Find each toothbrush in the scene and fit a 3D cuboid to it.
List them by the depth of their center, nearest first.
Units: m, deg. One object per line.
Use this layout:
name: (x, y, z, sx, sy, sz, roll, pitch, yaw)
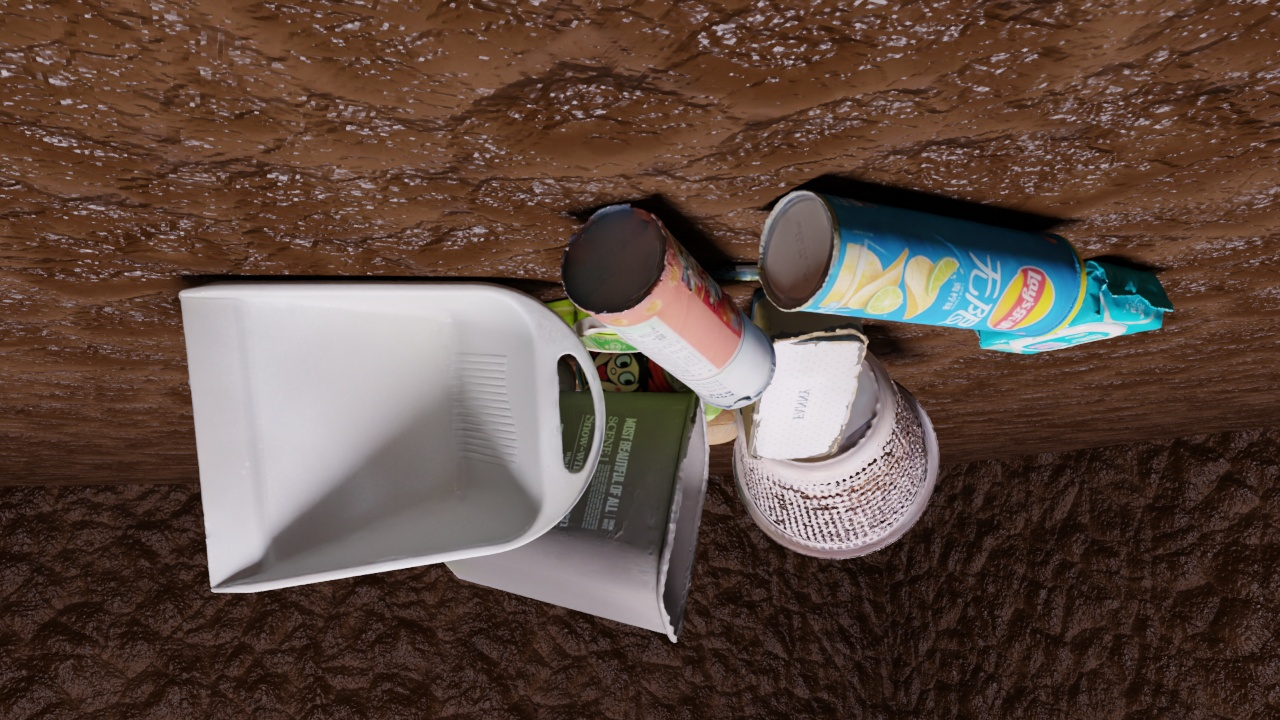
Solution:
toothbrush: (0.083, -0.065, 0.660, 0.185, 0.012, 0.017, -1, 158, -10)

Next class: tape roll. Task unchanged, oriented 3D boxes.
tape roll: (-0.010, -0.021, 0.716, 0.086, 0.014, 0.086, -2, 168, -1)

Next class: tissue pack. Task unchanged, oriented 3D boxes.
tissue pack: (0.347, -0.040, 0.745, 0.093, 0.050, 0.134, 5, 167, -32)

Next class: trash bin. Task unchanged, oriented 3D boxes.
trash bin: (-0.058, 0.127, 0.836, 0.220, 0.198, 0.199, 7, 151, 10)
trash bin: (0.189, 0.074, 0.948, 0.228, 0.227, 0.192, -6, 156, 16)

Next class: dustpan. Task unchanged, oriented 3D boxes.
dustpan: (-0.167, 0.046, 0.666, 0.257, 0.223, 0.143, -8, -173, -40)

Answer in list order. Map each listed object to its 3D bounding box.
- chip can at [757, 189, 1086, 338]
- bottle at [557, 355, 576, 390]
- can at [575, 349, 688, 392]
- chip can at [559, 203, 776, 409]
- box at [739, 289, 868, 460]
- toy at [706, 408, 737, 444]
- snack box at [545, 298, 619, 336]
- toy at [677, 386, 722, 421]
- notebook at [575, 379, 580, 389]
chip can: (0.177, -0.057, 0.566, 0.210, 0.071, 0.071, 4, 168, -29)
bottle: (-0.110, 0.020, 0.931, 0.063, 0.063, 0.108, 3, -177, -29)
can: (-0.005, 0.005, 0.858, 0.094, 0.066, 0.066, -9, 168, 29)
chip can: (0.027, -0.027, 0.610, 0.071, 0.071, 0.214, -7, 161, 23)
box: (0.133, 0.011, 0.771, 0.090, 0.061, 0.185, -1, 138, -3)
toy: (0.083, 0.075, 1.235, 0.225, 0.082, 0.143, 5, -172, -43)
snack box: (-0.011, -0.035, 0.752, 0.157, 0.026, 0.085, -8, 168, 29)
toy: (0.013, 0.039, 0.988, 0.226, 0.090, 0.247, -8, 176, -24)
notebook: (-0.134, 0.044, 1.188, 0.149, 0.012, 0.212, 9, 164, -41)
